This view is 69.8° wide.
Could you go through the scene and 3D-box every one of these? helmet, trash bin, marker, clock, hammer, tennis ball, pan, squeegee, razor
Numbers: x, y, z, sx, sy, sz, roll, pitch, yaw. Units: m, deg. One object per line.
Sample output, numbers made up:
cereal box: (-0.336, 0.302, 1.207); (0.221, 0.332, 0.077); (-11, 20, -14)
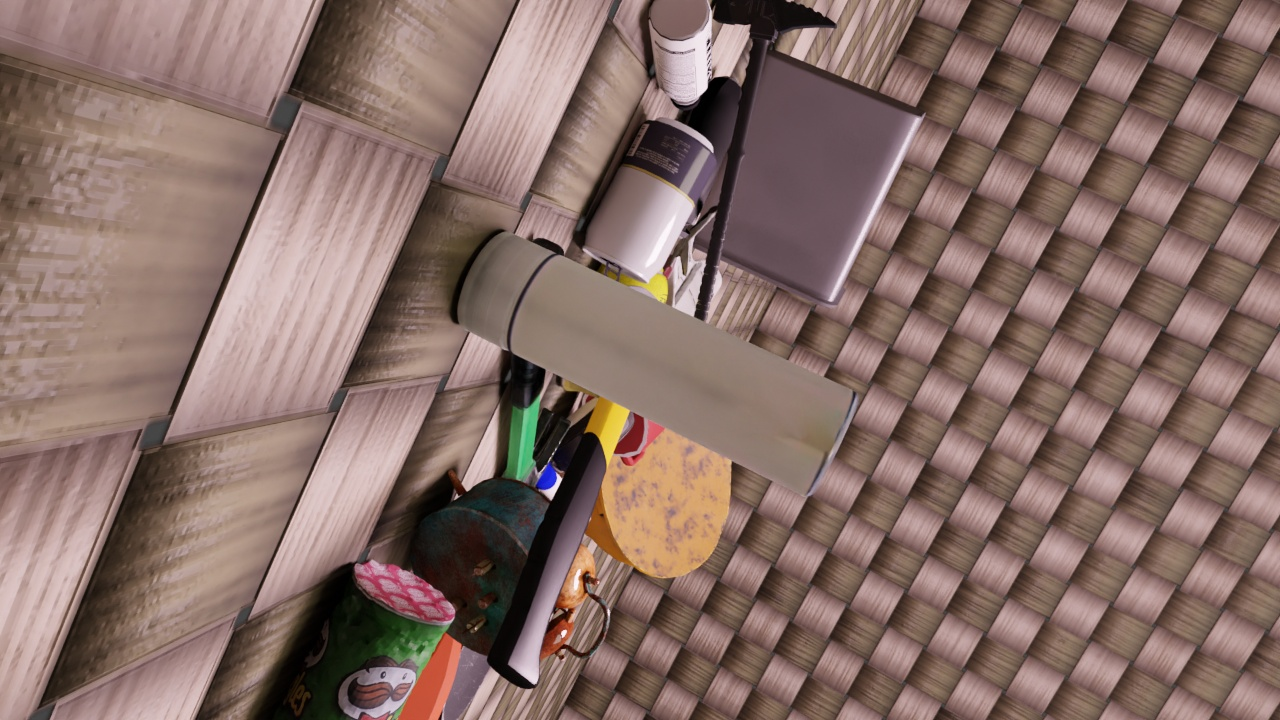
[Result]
helmet: (-0.002, 0.147, 1.140); (0.132, 0.205, 0.254); (-21, -138, 46)
trash bin: (0.177, -0.200, 1.010); (0.097, 0.192, 0.220); (-43, 157, -63)
marker: (-0.081, 0.132, 0.917); (0.133, 0.023, 0.027); (61, 15, -55)
clock: (-0.055, 0.071, 0.915); (0.091, 0.044, 0.123); (-44, -171, -39)
hammer: (-0.035, 0.071, 0.649); (0.127, 0.029, 0.322); (52, 42, -31)
tennis ball: (-0.009, -0.060, 0.781); (0.065, 0.065, 0.065); (-59, 170, -18)
hammer: (0.076, -0.126, 0.751); (0.015, 0.095, 0.325); (-37, 140, -69)
pan: (-0.131, 0.199, 0.949); (0.208, 0.040, 0.355); (99, 14, -57)
clock: (-0.094, 0.162, 0.668); (0.073, 0.158, 0.121); (-34, 151, -56)
squeegee: (-0.195, 0.291, 0.754); (0.250, 0.055, 0.184); (-50, -168, 52)
hammer: (-0.088, 0.027, 0.713); (0.129, 0.032, 0.320); (-54, 167, -36)
razor: (0.050, -0.185, 0.806); (0.156, 0.057, 0.060); (-61, -158, -6)

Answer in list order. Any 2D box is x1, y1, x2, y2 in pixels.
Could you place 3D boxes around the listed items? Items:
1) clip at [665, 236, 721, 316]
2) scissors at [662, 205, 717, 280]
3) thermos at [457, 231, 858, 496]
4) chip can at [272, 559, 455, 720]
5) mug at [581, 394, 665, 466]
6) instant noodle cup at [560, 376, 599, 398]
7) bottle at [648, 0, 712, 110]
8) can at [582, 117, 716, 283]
clip: (0.046, -0.073, 1.012); (0.126, 0.110, 0.151); (-58, 180, -41)
scissors: (0.036, -0.118, 0.879); (0.200, 0.015, 0.178); (-45, -159, 55)
thermos: (0.007, -0.001, 0.530); (0.067, 0.230, 0.068); (-59, 168, -21)
chip can: (-0.202, 0.242, 0.581); (0.223, 0.075, 0.075); (-62, 170, -1)
mug: (-0.009, 0.063, 1.014); (0.096, 0.080, 0.116); (-38, 133, -59)
instant noodle cup: (-0.005, 0.005, 0.852); (0.102, 0.108, 0.102); (-59, 168, -22)
bottle: (0.030, -0.211, 0.642); (0.041, 0.041, 0.116); (-61, 170, -8)
can: (0.004, -0.116, 0.698); (0.127, 0.064, 0.064); (-62, 170, -1)
